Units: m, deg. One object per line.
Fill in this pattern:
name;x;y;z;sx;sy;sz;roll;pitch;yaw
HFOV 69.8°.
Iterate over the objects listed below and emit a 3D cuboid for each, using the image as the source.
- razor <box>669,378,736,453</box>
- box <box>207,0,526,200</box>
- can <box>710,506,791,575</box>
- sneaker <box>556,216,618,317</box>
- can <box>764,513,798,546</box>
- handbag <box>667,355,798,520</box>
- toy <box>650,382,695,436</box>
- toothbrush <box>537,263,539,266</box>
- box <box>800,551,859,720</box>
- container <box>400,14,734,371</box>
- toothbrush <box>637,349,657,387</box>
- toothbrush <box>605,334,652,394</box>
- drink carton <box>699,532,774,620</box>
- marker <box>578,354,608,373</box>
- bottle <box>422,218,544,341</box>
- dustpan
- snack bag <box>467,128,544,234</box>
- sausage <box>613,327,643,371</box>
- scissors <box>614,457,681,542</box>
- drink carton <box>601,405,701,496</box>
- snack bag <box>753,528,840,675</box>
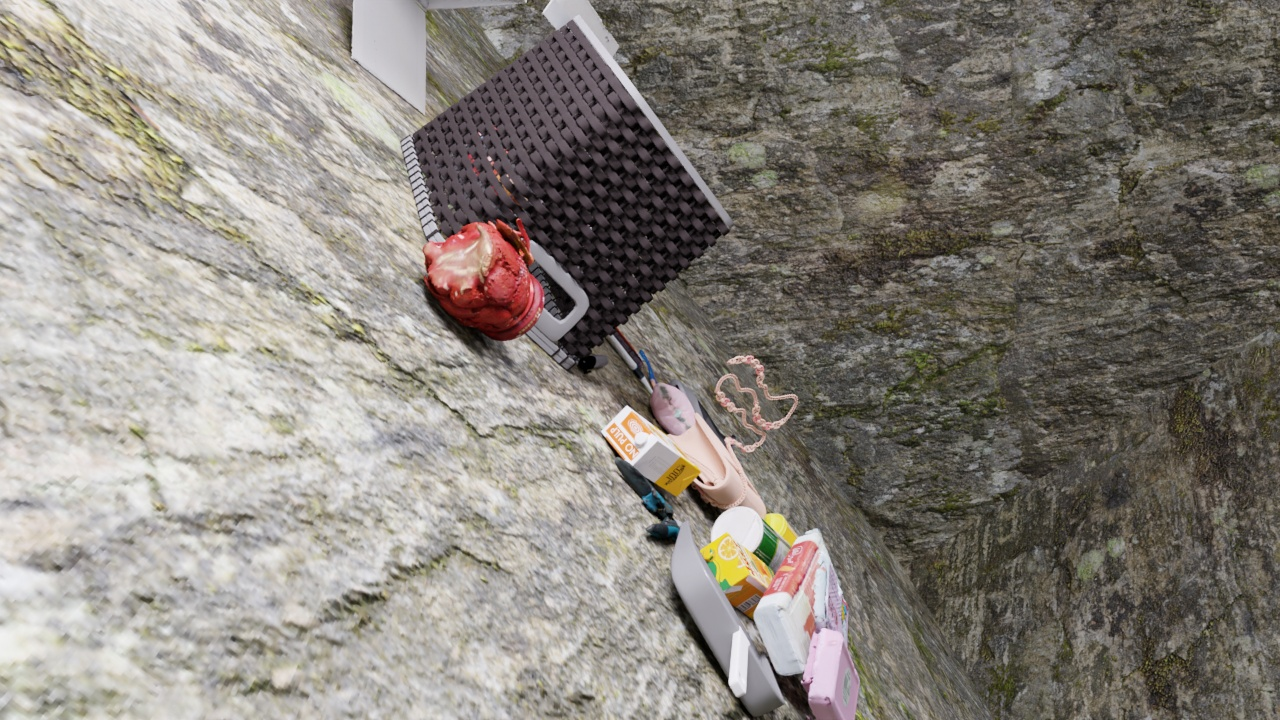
razor;0.088;0.096;1.376;0.156;0.060;0.057;50;-7;-2
box;-0.348;-0.415;1.190;0.165;0.446;0.167;47;6;21
can;0.140;0.230;1.109;0.121;0.067;0.067;45;12;-43
sneaker;-0.058;-0.154;1.312;0.089;0.124;0.239;30;14;-21
can;0.193;0.265;1.242;0.105;0.068;0.067;51;10;-17
handbag;0.143;0.110;1.185;0.116;0.187;0.199;52;2;39
toy;0.045;0.071;1.283;0.099;0.052;0.096;55;-4;-7
toothbrush;-0.171;-0.169;1.197;0.135;0.016;0.021;49;17;-29
box;0.201;0.299;0.945;0.201;0.041;0.153;60;39;-55
container;-0.079;-0.191;1.018;0.247;0.244;0.245;45;12;-41
toothbrush;0.024;0.038;1.414;0.021;0.017;0.135;32;26;-57
toothbrush;-0.008;0.008;1.352;0.187;0.017;0.012;52;-21;-10
drink carton;0.115;0.243;1.017;0.122;0.041;0.058;44;14;-44
marker;-0.057;0.004;1.138;0.138;0.016;0.022;-6;91;-80
bottle;-0.134;-0.076;0.796;0.099;0.099;0.111;59;6;31
dustpan;0.079;0.241;0.818;0.163;0.033;0.257;60;9;-1
snack bag;-0.178;-0.242;1.243;0.176;0.082;0.082;55;9;5
sausage;-0.042;-0.043;1.363;0.155;0.020;0.020;52;10;-11
scissors;0.022;0.160;0.931;0.148;0.019;0.118;51;9;-23
drink carton;0.012;0.100;1.003;0.058;0.040;0.122;47;4;36
snack bag;0.177;0.260;1.012;0.077;0.041;0.224;69;21;-1
